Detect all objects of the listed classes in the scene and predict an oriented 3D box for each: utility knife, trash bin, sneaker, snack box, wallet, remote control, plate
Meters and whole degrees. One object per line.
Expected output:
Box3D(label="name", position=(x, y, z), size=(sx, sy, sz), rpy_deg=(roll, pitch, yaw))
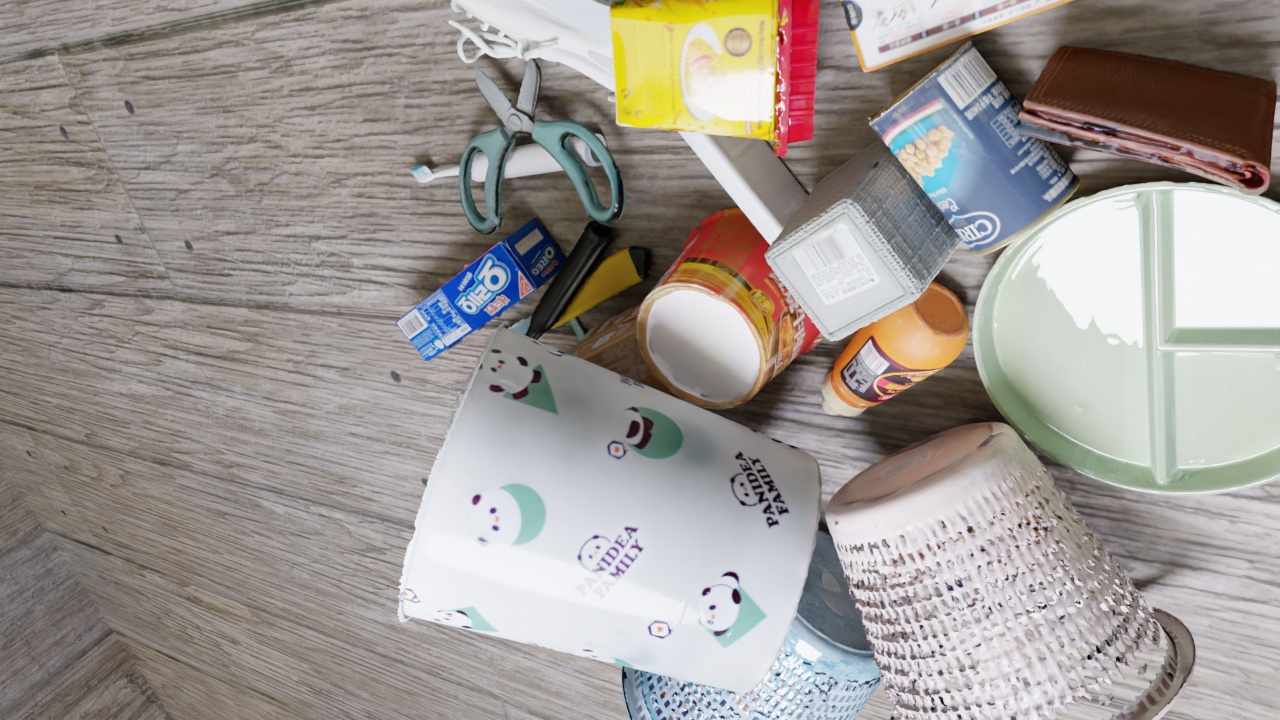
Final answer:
Box3D(label="utility knife", position=(-0.069, -0.054, 0.858), size=(0.231, 0.015, 0.033), rpy_deg=(-25, 82, 42))
Box3D(label="trash bin", position=(0.125, 0.266, 0.833), size=(0.226, 0.225, 0.196), rpy_deg=(36, 121, 8))
Box3D(label="sneaker", position=(-0.095, -0.268, 0.682), size=(0.242, 0.089, 0.091), rpy_deg=(27, 138, 8))
Box3D(label="snack box", position=(-0.158, -0.064, 0.889), size=(0.208, 0.058, 0.057), rpy_deg=(-27, 103, 44))
Box3D(label="trash bin", position=(-0.018, 0.118, 0.678), size=(0.252, 0.228, 0.230), rpy_deg=(18, 133, -1))
Box3D(label="wallet", position=(0.274, -0.133, 0.497), size=(0.125, 0.101, 0.032), rpy_deg=(21, 133, 22))
Box3D(label="snack box", position=(-0.005, 0.005, 0.790), size=(0.093, 0.094, 0.077), rpy_deg=(-26, 105, 30))
Box3D(label="trash bin", position=(0.244, 0.160, 0.673), size=(0.228, 0.226, 0.192), rpy_deg=(-29, 89, 44))
Box3D(label="remote control", position=(0.086, -0.129, 0.667), size=(0.150, 0.058, 0.021), rpy_deg=(50, 136, -5))
Box3D(label="snack box", position=(0.192, -0.231, 0.538), size=(0.154, 0.026, 0.075), rpy_deg=(-9, 115, 39))
Box3D(label="plate", position=(0.336, -0.011, 0.594), size=(0.230, 0.027, 0.231), rpy_deg=(19, 129, 24))

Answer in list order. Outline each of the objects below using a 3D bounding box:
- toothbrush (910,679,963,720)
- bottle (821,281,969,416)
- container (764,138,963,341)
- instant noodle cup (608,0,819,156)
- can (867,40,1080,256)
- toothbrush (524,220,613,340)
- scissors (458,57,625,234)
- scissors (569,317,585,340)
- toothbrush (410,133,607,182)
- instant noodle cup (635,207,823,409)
Box3D(label="toothbrush", position=(0.268, 0.316, 0.891), size=(0.189, 0.014, 0.018), rpy_deg=(32, 125, 12))
Box3D(label="bottle", position=(0.181, 0.001, 0.694), size=(0.067, 0.066, 0.150), rpy_deg=(40, 143, 4))
Box3D(label="container", position=(0.151, -0.081, 0.614), size=(0.090, 0.114, 0.090), rpy_deg=(50, 136, -7))
Box3D(label="instant noodle cup", position=(0.048, -0.197, 0.584), size=(0.124, 0.116, 0.116), rpy_deg=(1, 124, 7))
Box3D(label="can", position=(0.204, -0.131, 0.567), size=(0.111, 0.075, 0.076), rpy_deg=(50, 135, -5))
Box3D(label="toothbrush", position=(-0.085, -0.043, 0.846), size=(0.027, 0.026, 0.213), rpy_deg=(25, 128, -16))
Box3D(label="scissors", position=(-0.090, -0.153, 0.764), size=(0.175, 0.019, 0.170), rpy_deg=(44, 132, 7))
Box3D(label="scissors", position=(-0.040, 0.008, 0.881), size=(0.134, 0.017, 0.136), rpy_deg=(-3, 111, 34))
Box3D(label="toothbrush", position=(-0.124, -0.173, 0.808), size=(0.221, 0.026, 0.026), rpy_deg=(1, 146, 36))
Box3D(label="instant noodle cup", position=(0.067, -0.035, 0.713), size=(0.138, 0.108, 0.138), rpy_deg=(19, 130, 24))
